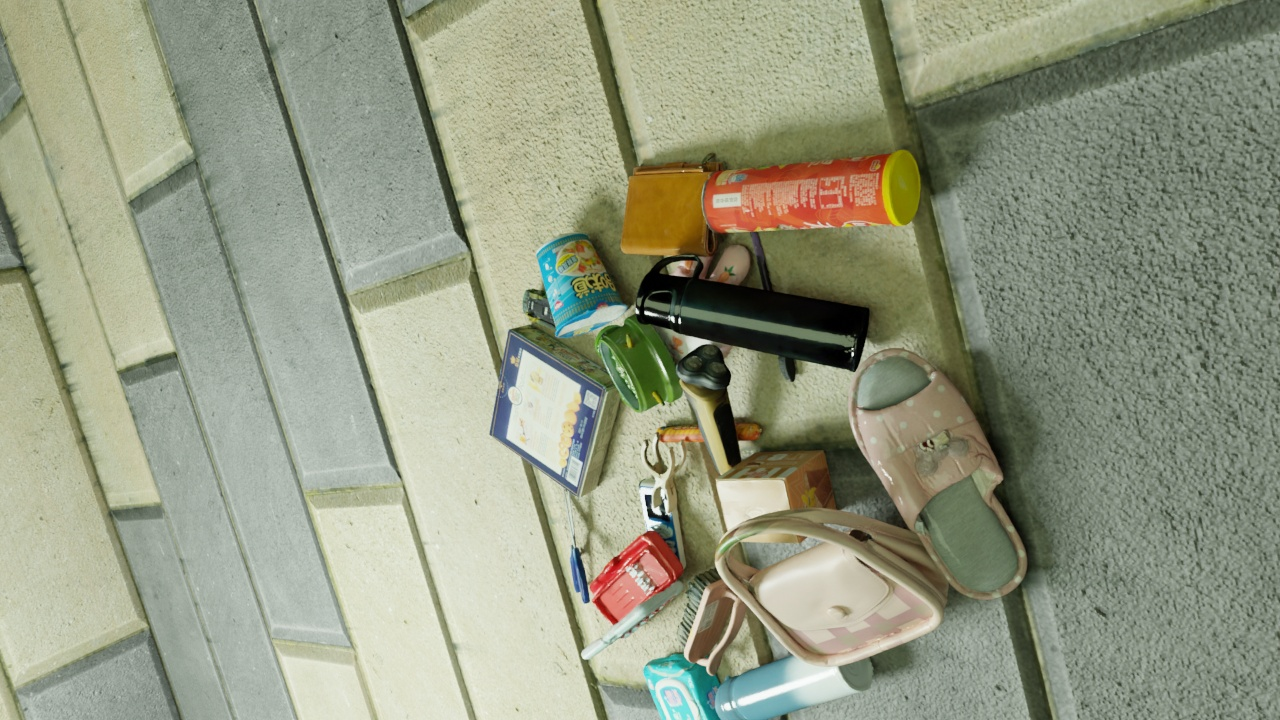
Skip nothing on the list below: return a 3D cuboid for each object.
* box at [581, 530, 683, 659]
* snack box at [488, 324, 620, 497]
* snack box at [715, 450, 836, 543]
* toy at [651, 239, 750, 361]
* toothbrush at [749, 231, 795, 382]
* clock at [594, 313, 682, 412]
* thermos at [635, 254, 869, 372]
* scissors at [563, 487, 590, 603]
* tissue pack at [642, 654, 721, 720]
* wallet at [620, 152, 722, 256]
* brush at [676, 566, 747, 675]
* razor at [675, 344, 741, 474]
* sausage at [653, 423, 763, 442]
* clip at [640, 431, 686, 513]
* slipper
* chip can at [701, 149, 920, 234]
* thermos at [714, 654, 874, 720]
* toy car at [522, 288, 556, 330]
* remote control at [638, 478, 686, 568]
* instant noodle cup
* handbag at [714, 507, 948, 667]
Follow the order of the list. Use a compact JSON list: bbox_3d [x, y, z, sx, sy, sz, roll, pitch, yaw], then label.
[{"bbox_3d":[-0.028,0.313,1.217,0.095,0.100,0.202,52,139,14],"label":"box"},{"bbox_3d":[-0.120,0.068,1.264,0.182,0.045,0.178,31,122,27],"label":"snack box"},{"bbox_3d":[0.154,0.153,1.039,0.093,0.094,0.077,-7,101,40],"label":"snack box"},{"bbox_3d":[0.067,-0.070,1.067,0.121,0.054,0.160,29,113,28],"label":"toy"},{"bbox_3d":[0.145,-0.066,1.029,0.017,0.014,0.189,-6,101,62],"label":"toothbrush"},{"bbox_3d":[-0.007,0.007,1.120,0.116,0.056,0.161,64,167,-7],"label":"clock"},{"bbox_3d":[0.119,-0.057,0.982,0.243,0.068,0.090,14,84,19],"label":"thermos"},{"bbox_3d":[-0.094,0.267,1.307,0.163,0.012,0.162,98,159,-51],"label":"scissors"},{"bbox_3d":[0.067,0.463,1.241,0.093,0.050,0.133,-24,89,40],"label":"tissue pack"},{"bbox_3d":[0.034,-0.180,1.051,0.131,0.035,0.119,9,91,43],"label":"wallet"},{"bbox_3d":[0.091,0.335,1.172,0.073,0.063,0.146,37,126,36],"label":"brush"},{"bbox_3d":[0.088,0.063,1.052,0.068,0.062,0.167,15,132,47],"label":"razor"},{"bbox_3d":[0.080,0.089,1.126,0.165,0.021,0.021,-6,101,39],"label":"sausage"},{"bbox_3d":[0.040,0.141,1.140,0.087,0.034,0.104,-9,101,39],"label":"clip"},{"bbox_3d":[0.298,0.115,0.916,0.114,0.054,0.274,-27,89,11],"label":"slipper"},{"bbox_3d":[0.168,-0.167,0.936,0.217,0.073,0.073,2,106,38],"label":"chip can"},{"bbox_3d":[0.180,0.398,1.120,0.221,0.070,0.070,-38,80,40],"label":"thermos"},{"bbox_3d":[-0.118,-0.067,1.223,0.091,0.036,0.043,27,119,31],"label":"toy car"},{"bbox_3d":[0.030,0.217,1.206,0.049,0.024,0.125,0,106,39],"label":"remote control"},{"bbox_3d":[-0.079,-0.098,1.152,0.099,0.099,0.110,-31,76,41],"label":"instant noodle cup"},{"bbox_3d":[0.184,0.224,0.965,0.234,0.093,0.194,33,132,-24],"label":"handbag"}]
